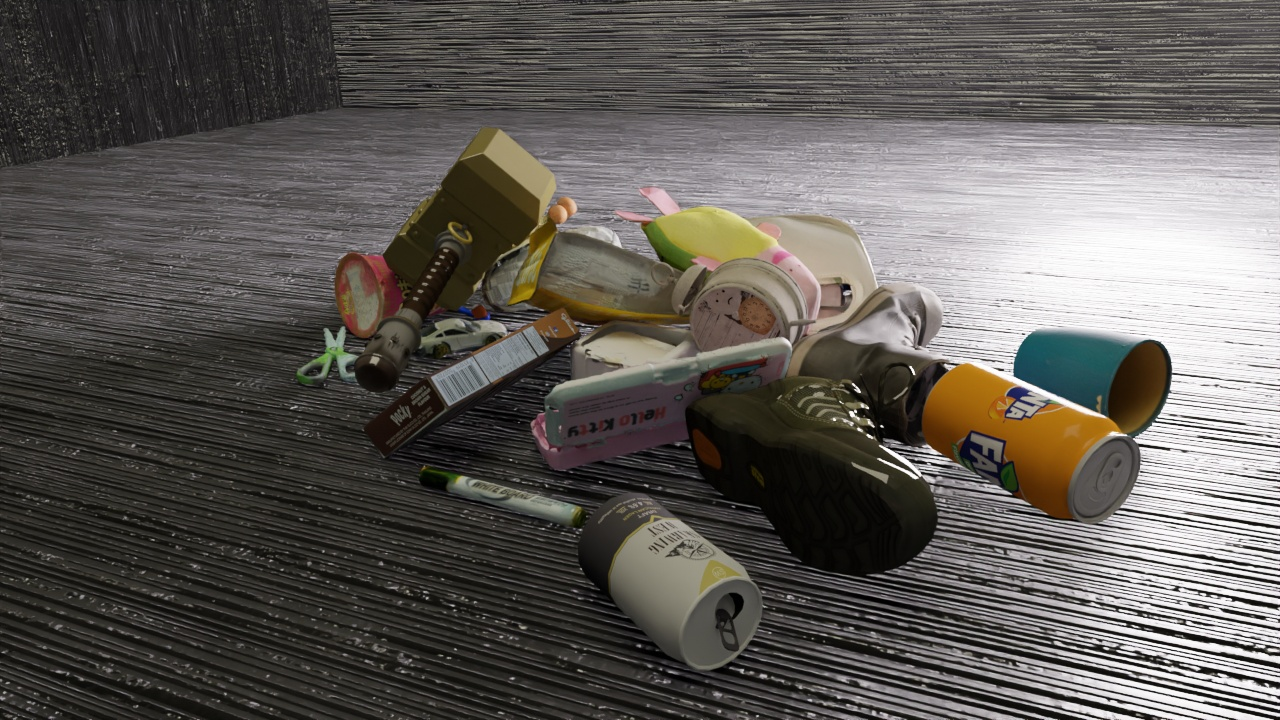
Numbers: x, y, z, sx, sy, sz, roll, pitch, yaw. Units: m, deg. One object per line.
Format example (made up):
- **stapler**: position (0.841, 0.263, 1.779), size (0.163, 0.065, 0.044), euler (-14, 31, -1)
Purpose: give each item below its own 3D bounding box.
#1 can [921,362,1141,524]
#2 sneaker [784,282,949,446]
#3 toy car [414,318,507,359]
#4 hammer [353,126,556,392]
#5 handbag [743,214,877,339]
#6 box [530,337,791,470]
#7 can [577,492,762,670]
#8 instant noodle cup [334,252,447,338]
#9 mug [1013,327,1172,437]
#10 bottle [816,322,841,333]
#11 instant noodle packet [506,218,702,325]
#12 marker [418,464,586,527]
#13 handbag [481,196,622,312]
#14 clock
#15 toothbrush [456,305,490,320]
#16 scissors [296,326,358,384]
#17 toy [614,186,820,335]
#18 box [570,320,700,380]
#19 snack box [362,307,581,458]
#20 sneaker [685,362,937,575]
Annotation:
- **can**: position (0.284, 0.059, 0.680), size (0.079, 0.079, 0.142), euler (-12, 24, -24)
- **sneaker**: position (0.237, -0.001, 0.820), size (0.120, 0.095, 0.234), euler (20, 28, 37)
- **toy car**: position (-0.197, -0.028, 1.000), size (0.105, 0.033, 0.048), euler (-10, 22, -22)
- **hammer**: position (-0.204, -0.080, 0.904), size (0.100, 0.191, 0.323), euler (38, 34, -18)
- **handbag**: position (0.173, -0.074, 1.038), size (0.200, 0.093, 0.199), euler (-4, 42, -7)
- **box**: position (0.017, 0.041, 0.745), size (0.201, 0.073, 0.150), euler (-12, -7, -15)
- **can**: position (0.018, 0.130, 0.542), size (0.064, 0.064, 0.127), euler (-15, 25, -30)
- **instant noodle cup**: position (-0.283, -0.082, 1.071), size (0.098, 0.098, 0.108), euler (17, 21, 38)
- **mug**: position (0.394, 0.017, 0.797), size (0.112, 0.084, 0.104), euler (19, 3, -31)
- **bottle**: position (0.224, -0.020, 0.927), size (0.112, 0.047, 0.047), euler (-14, 25, -30)
- **instant noodle packet**: position (-0.013, -0.070, 0.952), size (0.221, 0.084, 0.163), euler (15, -5, -16)
- **marker**: position (-0.105, 0.101, 0.688), size (0.147, 0.017, 0.017), euler (10, 25, 27)
- **handbag**: position (-0.108, -0.132, 1.122), size (0.171, 0.123, 0.112), euler (-11, 20, 6)
- **clock**: position (0.076, -0.045, 0.839), size (0.157, 0.104, 0.061), euler (30, 37, 10)
- **toothbrush**: position (-0.243, -0.074, 1.136), size (0.183, 0.018, 0.016), euler (20, 55, 42)
- **scissors**: position (-0.338, -0.009, 0.989), size (0.078, 0.033, 0.175), euler (-12, 19, -18)
- **toy**: position (0.083, -0.109, 0.952), size (0.238, 0.088, 0.189), euler (32, 28, 14)
- **box**: position (-0.006, -0.004, 0.868), size (0.107, 0.076, 0.102), euler (7, 22, 27)
- **snack box**: position (-0.143, 0.016, 0.809), size (0.101, 0.031, 0.185), euler (-33, 0, 37)
- **sneaker**: position (0.146, 0.067, 0.646), size (0.142, 0.101, 0.238), euler (-19, 20, -22)
